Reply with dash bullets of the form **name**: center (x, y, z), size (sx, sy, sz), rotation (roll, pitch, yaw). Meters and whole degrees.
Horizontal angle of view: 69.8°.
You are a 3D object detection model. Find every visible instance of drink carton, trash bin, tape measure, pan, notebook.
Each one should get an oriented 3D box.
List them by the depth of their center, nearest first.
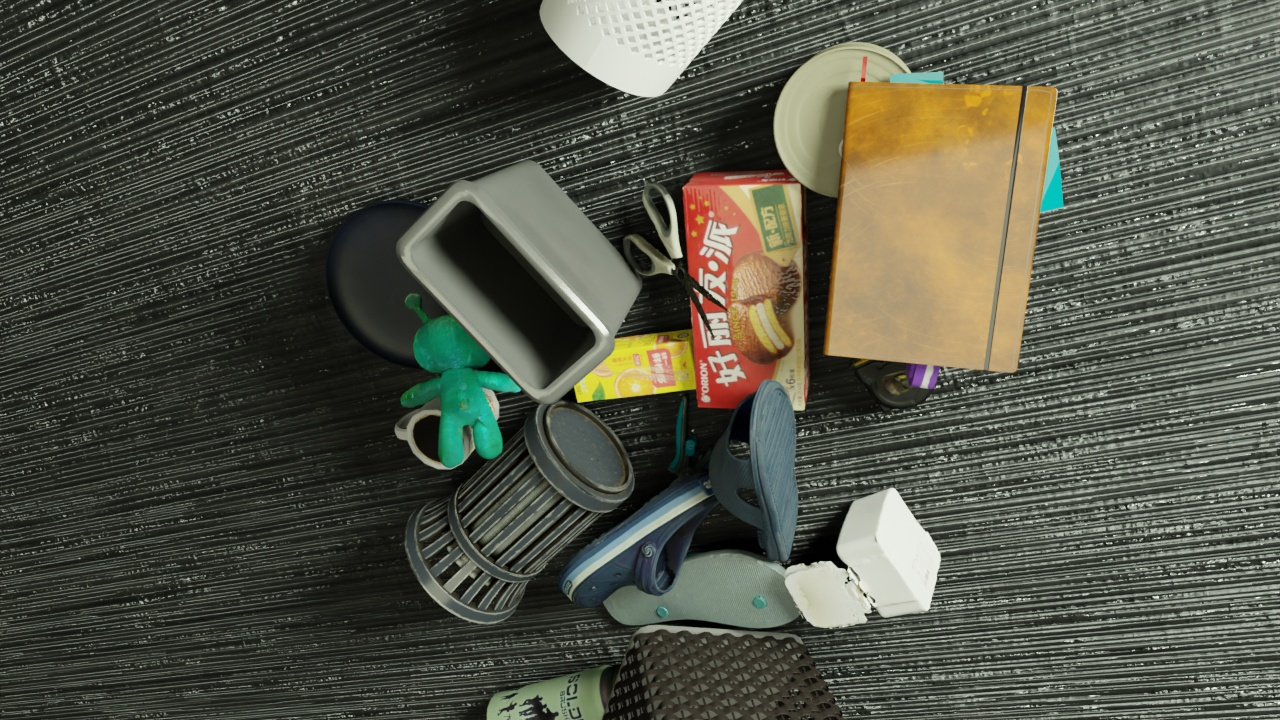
- **trash bin**: center (0.021, -0.341, 0.758), size (0.195, 0.194, 0.200), rotation (38, 127, -3)
- **notebook**: center (0.255, -0.118, 0.769), size (0.178, 0.014, 0.249), rotation (6, 104, 14)
- **trash bin**: center (-0.100, -0.086, 0.868), size (0.098, 0.219, 0.192), rotation (-40, 99, 18)
- **tape measure**: center (0.259, 0.014, 0.922), size (0.072, 0.042, 0.071), rotation (-32, 99, 22)
- **drink carton**: center (-0.006, 0.006, 0.983), size (0.135, 0.042, 0.058), rotation (-7, 112, 12)
- **pan**: center (-0.181, -0.058, 1.021), size (0.356, 0.021, 0.199), rotation (18, 117, 3)
- **trash bin**: center (-0.130, 0.163, 1.031), size (0.164, 0.164, 0.228), rotation (44, 113, -6)

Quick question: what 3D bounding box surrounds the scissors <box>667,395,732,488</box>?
- **scissors**: center (0.065, 0.102, 1.026), size (0.125, 0.019, 0.156), rotation (-15, 111, 22)

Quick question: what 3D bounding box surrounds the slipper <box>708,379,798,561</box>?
- **slipper**: center (0.112, 0.121, 0.942), size (0.083, 0.101, 0.264), rotation (6, 141, 20)

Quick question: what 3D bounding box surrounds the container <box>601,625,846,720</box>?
- **container**: center (0.091, 0.467, 1.017), size (0.245, 0.243, 0.248), rotation (9, 118, -17)

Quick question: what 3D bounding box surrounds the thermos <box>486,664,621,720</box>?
- **thermos**: center (-0.084, 0.449, 1.189), size (0.232, 0.082, 0.082), rotation (-22, 106, 22)

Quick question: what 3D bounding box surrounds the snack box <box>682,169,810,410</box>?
- **snack box**: center (0.109, -0.068, 0.915), size (0.113, 0.060, 0.237), rotation (2, 114, 16)

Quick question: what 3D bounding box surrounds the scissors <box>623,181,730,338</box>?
- **scissors**: center (0.029, -0.097, 0.900), size (0.162, 0.012, 0.158), rotation (0, 105, 56)

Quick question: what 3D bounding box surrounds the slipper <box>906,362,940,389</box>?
- **slipper**: center (0.244, -0.112, 0.833), size (0.084, 0.107, 0.267), rotation (9, 109, 9)

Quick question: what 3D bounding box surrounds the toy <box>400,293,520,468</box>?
- **toy**: center (-0.194, 0.015, 0.978), size (0.130, 0.072, 0.193), rotation (-10, 74, -11)

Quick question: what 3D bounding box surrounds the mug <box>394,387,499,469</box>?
- **mug**: center (-0.227, 0.071, 1.052), size (0.105, 0.089, 0.073), rotation (-2, 113, 16)

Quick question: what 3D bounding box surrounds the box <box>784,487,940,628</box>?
- **box**: center (0.229, 0.227, 0.983), size (0.137, 0.128, 0.108), rotation (-29, 104, 39)

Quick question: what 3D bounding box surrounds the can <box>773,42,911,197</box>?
- **can**: center (0.187, -0.216, 0.819), size (0.128, 0.073, 0.128), rotation (6, 115, 13)

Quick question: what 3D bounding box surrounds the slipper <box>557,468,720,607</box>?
- **slipper**: center (0.006, 0.217, 1.027), size (0.253, 0.104, 0.095), rotation (-44, 75, 29)

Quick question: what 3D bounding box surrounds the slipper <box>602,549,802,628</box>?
- **slipper**: center (0.070, 0.262, 1.086), size (0.269, 0.054, 0.098), rotation (-11, 108, 31)
